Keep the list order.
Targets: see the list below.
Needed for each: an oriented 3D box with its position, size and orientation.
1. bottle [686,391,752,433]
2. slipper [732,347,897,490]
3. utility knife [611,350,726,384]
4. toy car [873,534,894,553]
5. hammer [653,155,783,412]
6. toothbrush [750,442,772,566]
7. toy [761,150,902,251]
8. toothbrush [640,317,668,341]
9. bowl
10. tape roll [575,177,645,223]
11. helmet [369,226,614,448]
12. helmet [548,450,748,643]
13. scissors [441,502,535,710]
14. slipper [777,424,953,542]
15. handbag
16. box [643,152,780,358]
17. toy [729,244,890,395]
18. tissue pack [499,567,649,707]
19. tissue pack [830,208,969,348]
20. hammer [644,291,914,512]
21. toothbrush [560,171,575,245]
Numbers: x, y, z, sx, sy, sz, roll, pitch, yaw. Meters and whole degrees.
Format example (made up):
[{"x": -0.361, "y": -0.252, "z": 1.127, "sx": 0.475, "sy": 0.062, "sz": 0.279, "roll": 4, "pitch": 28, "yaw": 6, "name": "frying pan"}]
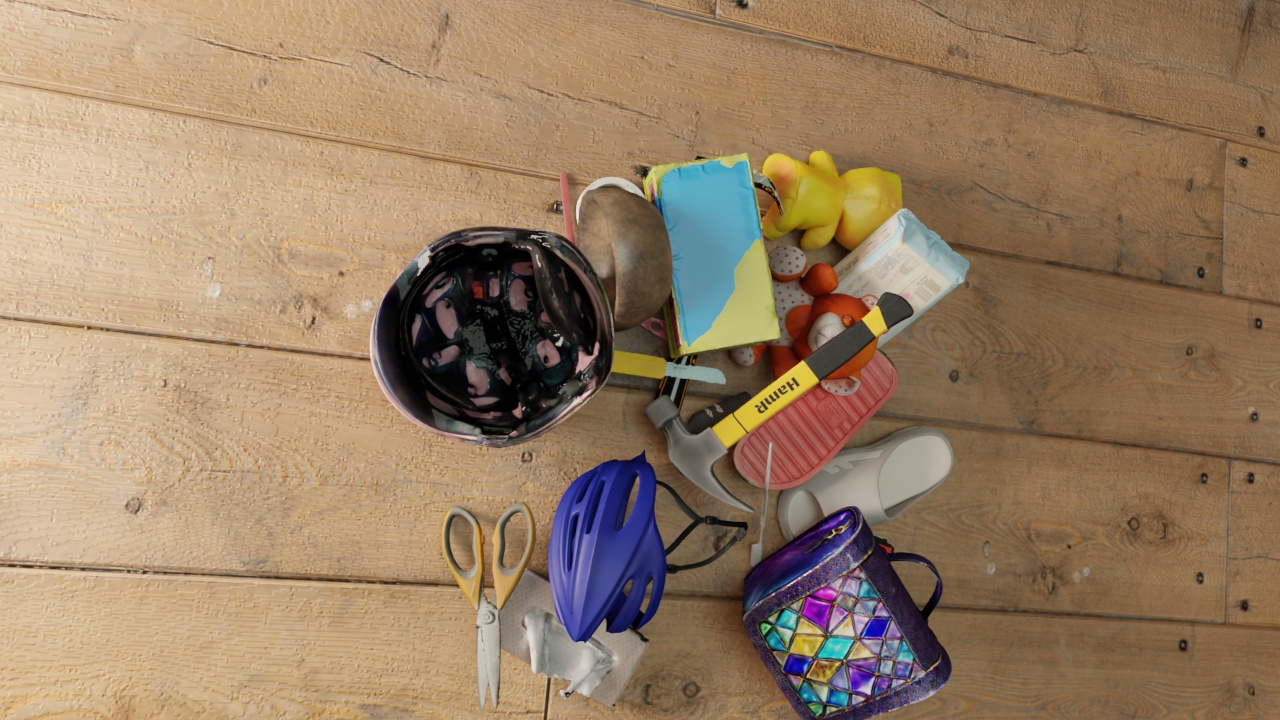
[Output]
[{"x": 0.087, "y": 0.073, "z": 1.134, "sx": 0.112, "sy": 0.030, "sz": 0.030, "roll": -22, "pitch": 93, "yaw": -17, "name": "bottle"}, {"x": 0.217, "y": 0.075, "z": 1.157, "sx": 0.248, "sy": 0.059, "sz": 0.103, "roll": -35, "pitch": 91, "yaw": -14, "name": "slipper"}, {"x": -0.006, "y": 0.006, "z": 1.089, "sx": 0.219, "sy": 0.019, "sz": 0.030, "roll": 8, "pitch": 94, "yaw": 4, "name": "utility knife"}, {"x": 0.293, "y": 0.273, "z": 1.174, "sx": 0.051, "sy": 0.049, "sz": 0.100, "roll": 23, "pitch": 80, "yaw": -14, "name": "toy car"}, {"x": 0.081, "y": -0.084, "z": 1.116, "sx": 0.123, "sy": 0.036, "sz": 0.320, "roll": 17, "pitch": 89, "yaw": -6, "name": "hammer"}, {"x": 0.146, "y": 0.177, "z": 1.110, "sx": 0.010, "sy": 0.010, "sz": 0.182, "roll": -8, "pitch": 119, "yaw": -17, "name": "toothbrush"}, {"x": 0.253, "y": -0.207, "z": 1.176, "sx": 0.193, "sy": 0.088, "sz": 0.134, "roll": 11, "pitch": 79, "yaw": -15, "name": "toy"}, {"x": 0.011, "y": -0.045, "z": 1.127, "sx": 0.135, "sy": 0.016, "sz": 0.021, "roll": 24, "pitch": 86, "yaw": -14, "name": "toothbrush"}, {"x": -0.016, "y": -0.116, "z": 1.039, "sx": 0.070, "sy": 0.162, "sz": 0.162, "roll": -9, "pitch": 89, "yaw": -17, "name": "bowl"}, {"x": -0.033, "y": -0.178, "z": 1.124, "sx": 0.093, "sy": 0.013, "sz": 0.093, "roll": 1, "pitch": 86, "yaw": -16, "name": "tape roll"}, {"x": -0.165, "y": -0.026, "z": 1.001, "sx": 0.255, "sy": 0.153, "sz": 0.230, "roll": -25, "pitch": 97, "yaw": -15, "name": "helmet"}, {"x": 0.011, "y": 0.215, "z": 1.026, "sx": 0.227, "sy": 0.148, "sz": 0.240, "roll": 16, "pitch": 49, "yaw": -11, "name": "helmet"}, {"x": -0.179, "y": 0.267, "z": 1.015, "sx": 0.134, "sy": 0.016, "sz": 0.227, "roll": 5, "pitch": 75, "yaw": 7, "name": "scissors"}, {"x": 0.303, "y": 0.160, "z": 1.168, "sx": 0.265, "sy": 0.081, "sz": 0.113, "roll": -20, "pitch": 95, "yaw": -17, "name": "slipper"}, {"x": 0.248, "y": 0.298, "z": 1.080, "sx": 0.222, "sy": 0.125, "sz": 0.205, "roll": -31, "pitch": 95, "yaw": 12, "name": "handbag"}, {"x": 0.081, "y": -0.120, "z": 1.064, "sx": 0.124, "sy": 0.082, "sz": 0.221, "roll": -11, "pitch": 87, "yaw": -9, "name": "box"}, {"x": 0.205, "y": -0.041, "z": 1.115, "sx": 0.172, "sy": 0.092, "sz": 0.164, "roll": 27, "pitch": 102, "yaw": 19, "name": "toy"}, {"x": -0.086, "y": 0.322, "z": 1.050, "sx": 0.181, "sy": 0.071, "sz": 0.103, "roll": 35, "pitch": 76, "yaw": -15, "name": "tissue pack"}, {"x": 0.305, "y": -0.095, "z": 1.156, "sx": 0.112, "sy": 0.182, "sz": 0.069, "roll": 37, "pitch": 35, "yaw": -15, "name": "tissue pack"}, {"x": 0.174, "y": 0.034, "z": 1.051, "sx": 0.325, "sy": 0.034, "sz": 0.170, "roll": -38, "pitch": 82, "yaw": 6, "name": "hammer"}, {"x": -0.084, "y": -0.138, "z": 1.106, "sx": 0.015, "sy": 0.016, "sz": 0.184, "roll": -6, "pitch": 86, "yaw": -10, "name": "toothbrush"}]
